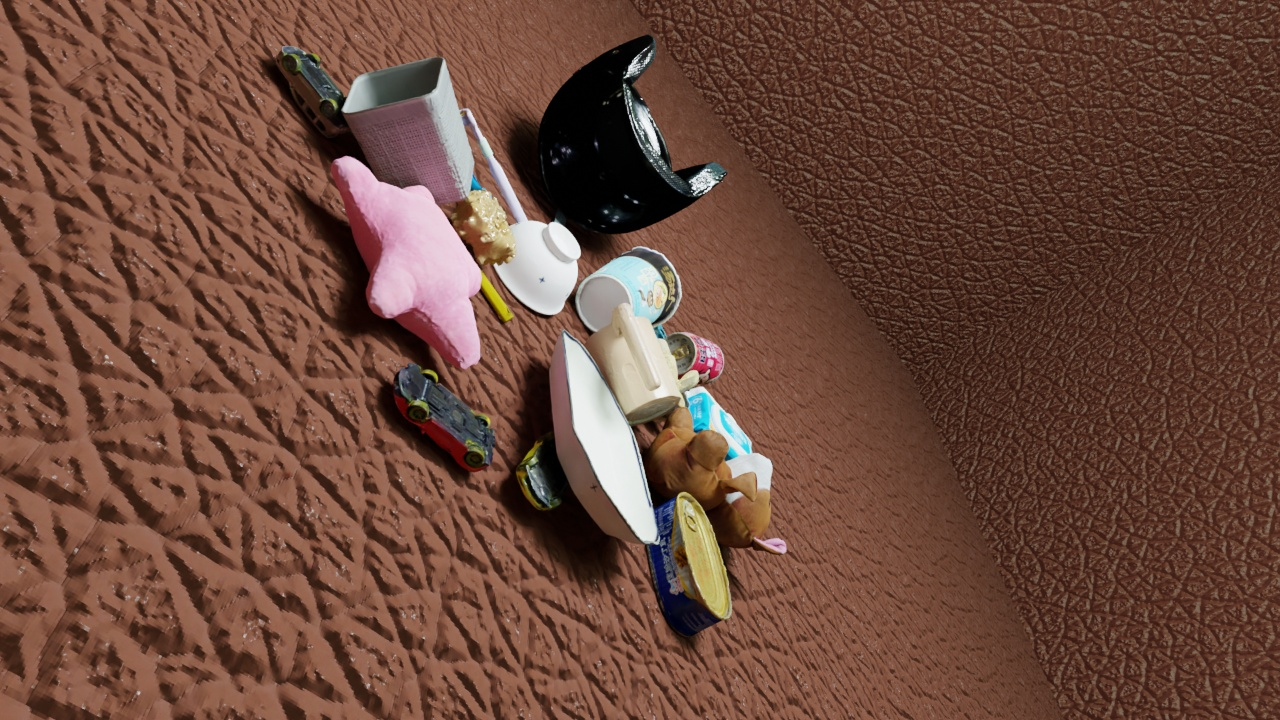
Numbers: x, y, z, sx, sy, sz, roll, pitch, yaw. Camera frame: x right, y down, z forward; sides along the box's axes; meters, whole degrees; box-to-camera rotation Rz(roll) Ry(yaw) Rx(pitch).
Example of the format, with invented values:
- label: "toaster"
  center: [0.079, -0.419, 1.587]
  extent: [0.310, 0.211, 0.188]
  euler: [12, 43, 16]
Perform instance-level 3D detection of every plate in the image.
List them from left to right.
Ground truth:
- label: "plate"
  center: [-0.044, 0.077, 0.897]
  extent: [0.162, 0.034, 0.265]
  euler: [57, 9, -30]

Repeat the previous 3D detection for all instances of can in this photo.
- label: "can"
  center: [0.048, 0.209, 0.948]
  extent: [0.074, 0.049, 0.148]
  euler: [39, 27, -41]
- label: "can"
  center: [0.070, -0.003, 1.291]
  extent: [0.093, 0.067, 0.066]
  euler: [17, 44, -61]

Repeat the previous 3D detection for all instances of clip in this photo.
- label: "clip"
  center: [0.022, -0.048, 1.327]
  extent: [0.040, 0.014, 0.056]
  euler: [14, 45, -61]

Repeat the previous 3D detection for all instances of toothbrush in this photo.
- label: "toothbrush"
  center: [-0.186, -0.122, 0.950]
  extent: [0.190, 0.017, 0.015]
  euler: [57, 19, 0]
- label: "toothbrush"
  center: [-0.162, -0.204, 1.060]
  extent: [0.021, 0.029, 0.189]
  euler: [-50, 133, -27]

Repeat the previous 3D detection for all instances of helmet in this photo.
- label: "helmet"
  center: [-0.029, -0.298, 1.273]
  extent: [0.233, 0.230, 0.274]
  euler: [59, 8, -21]

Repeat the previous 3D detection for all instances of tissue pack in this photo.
- label: "tissue pack"
  center: [0.096, 0.105, 1.194]
  extent: [0.140, 0.063, 0.089]
  euler: [47, 22, -25]

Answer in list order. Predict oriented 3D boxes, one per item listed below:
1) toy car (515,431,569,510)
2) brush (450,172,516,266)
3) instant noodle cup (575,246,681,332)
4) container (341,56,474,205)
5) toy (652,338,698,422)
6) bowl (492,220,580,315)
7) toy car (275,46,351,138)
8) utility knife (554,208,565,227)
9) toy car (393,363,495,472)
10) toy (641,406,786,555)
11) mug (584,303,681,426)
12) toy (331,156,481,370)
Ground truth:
- label: "toy car"
  center: [-0.088, 0.100, 0.818]
  extent: [0.048, 0.032, 0.105]
  euler: [61, 14, -10]
- label: "brush"
  center: [-0.184, -0.185, 1.008]
  extent: [0.083, 0.046, 0.254]
  euler: [45, 13, -40]
- label: "instant noodle cup"
  center: [-0.021, -0.080, 1.158]
  extent: [0.111, 0.111, 0.120]
  euler: [57, 28, 0]
- label: "container"
  center: [-0.214, -0.211, 0.874]
  extent: [0.090, 0.090, 0.114]
  euler: [-95, 172, -50]
- label: "toy"
  center: [0.020, 0.019, 1.165]
  extent: [0.105, 0.066, 0.157]
  euler: [19, 32, -25]
- label: "bowl"
  center: [-0.107, -0.118, 1.040]
  extent: [0.118, 0.065, 0.118]
  euler: [40, 29, -29]
- label: "toy car"
  center: [-0.301, -0.249, 0.847]
  extent: [0.090, 0.035, 0.042]
  euler: [54, 19, -9]
- label: "utility knife"
  center: [-0.110, -0.145, 1.172]
  extent: [0.031, 0.021, 0.206]
  euler: [46, 19, -26]
- label: "toy car"
  center: [-0.159, 0.046, 0.739]
  extent: [0.106, 0.031, 0.049]
  euler: [47, 22, -29]
- label: "toy"
  center: [0.093, 0.144, 1.064]
  extent: [0.199, 0.130, 0.140]
  euler: [54, -6, -26]
- label: "mug"
  center: [-0.006, 0.006, 1.046]
  extent: [0.125, 0.084, 0.103]
  euler: [103, -34, -67]
- label: "toy"
  center: [-0.187, -0.078, 0.804]
  extent: [0.178, 0.075, 0.194]
  euler: [18, 47, -64]
